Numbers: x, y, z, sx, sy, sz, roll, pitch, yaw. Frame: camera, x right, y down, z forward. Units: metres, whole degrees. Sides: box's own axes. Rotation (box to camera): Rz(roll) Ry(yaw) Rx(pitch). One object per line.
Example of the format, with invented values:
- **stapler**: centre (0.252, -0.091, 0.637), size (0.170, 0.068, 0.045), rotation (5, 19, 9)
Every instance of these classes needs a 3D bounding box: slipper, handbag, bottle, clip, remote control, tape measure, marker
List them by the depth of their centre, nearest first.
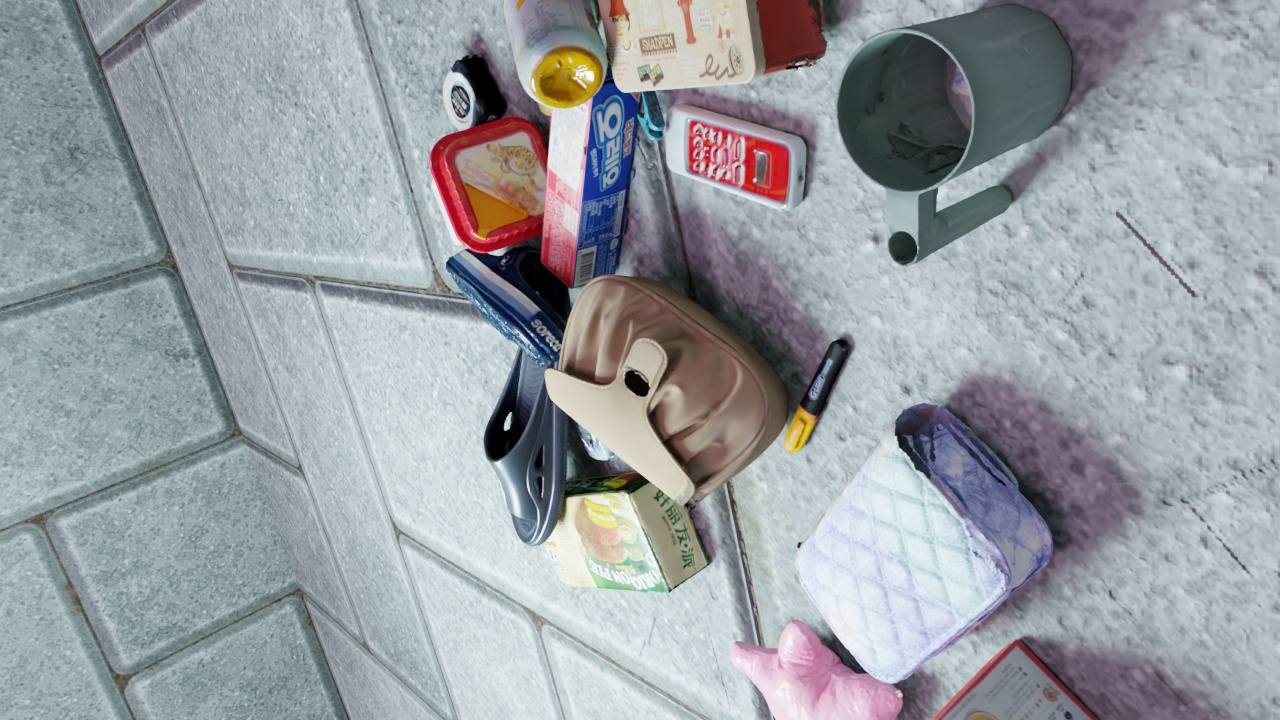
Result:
- **handbag**: centre (0.196, 0.138, 0.667), size (0.134, 0.075, 0.194), rotation (52, 143, 25)
- **remote control**: centre (0.069, -0.156, 0.698), size (0.136, 0.020, 0.056), rotation (30, 134, 40)
- **bottle**: centre (-0.074, -0.279, 0.728), size (0.068, 0.068, 0.189), rotation (113, 150, -48)
- **marker**: centre (0.138, 0.030, 0.728), size (0.018, 0.015, 0.124), rotation (41, 138, 24)
- **clip**: centre (0.009, -0.197, 0.741), size (0.055, 0.013, 0.038), rotation (-108, 21, -45)
- **handbag**: centre (0.015, 0.022, 0.772), size (0.204, 0.099, 0.148), rotation (37, 107, 22)
- **slipper**: centre (-0.120, -0.073, 0.920), size (0.105, 0.095, 0.253), rotation (54, 173, -27)
- **tape measure**: centre (-0.173, -0.269, 0.941), size (0.066, 0.033, 0.065), rotation (-28, 86, 54)
- **slipper**: centre (-0.135, 0.077, 1.012), size (0.111, 0.083, 0.268), rotation (35, 121, 55)

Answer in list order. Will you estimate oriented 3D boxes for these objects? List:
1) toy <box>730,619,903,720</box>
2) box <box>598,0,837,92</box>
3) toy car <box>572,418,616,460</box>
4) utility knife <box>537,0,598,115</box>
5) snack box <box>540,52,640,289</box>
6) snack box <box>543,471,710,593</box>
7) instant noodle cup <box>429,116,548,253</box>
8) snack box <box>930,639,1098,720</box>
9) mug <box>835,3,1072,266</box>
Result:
- **toy**: centre (0.174, 0.317, 0.813), size (0.194, 0.074, 0.179), rotation (57, 143, 6)
- **box**: centre (0.050, -0.239, 0.632), size (0.168, 0.079, 0.091), rotation (20, 127, 54)
- **toy car**: centre (-0.054, 0.059, 0.992), size (0.049, 0.031, 0.105), rotation (-1, 109, 53)
- **utility knife**: centre (-0.066, -0.269, 0.812), size (0.031, 0.018, 0.152), rotation (61, 144, 10)
- **snack box**: centre (-0.046, -0.165, 0.816), size (0.058, 0.057, 0.208), rotation (43, 141, 33)
- **snack box**: centre (-0.033, 0.190, 1.019), size (0.241, 0.063, 0.114), rotation (-19, 96, 56)
- **instant noodle cup**: centre (-0.151, -0.168, 0.917), size (0.124, 0.116, 0.116), rotation (-4, 107, 67)
- **snack box**: centre (0.266, 0.275, 0.622), size (0.127, 0.113, 0.044), rotation (47, 141, 25)
- **mug**: centre (0.173, -0.126, 0.503), size (0.084, 0.103, 0.124), rotation (21, 128, 46)
